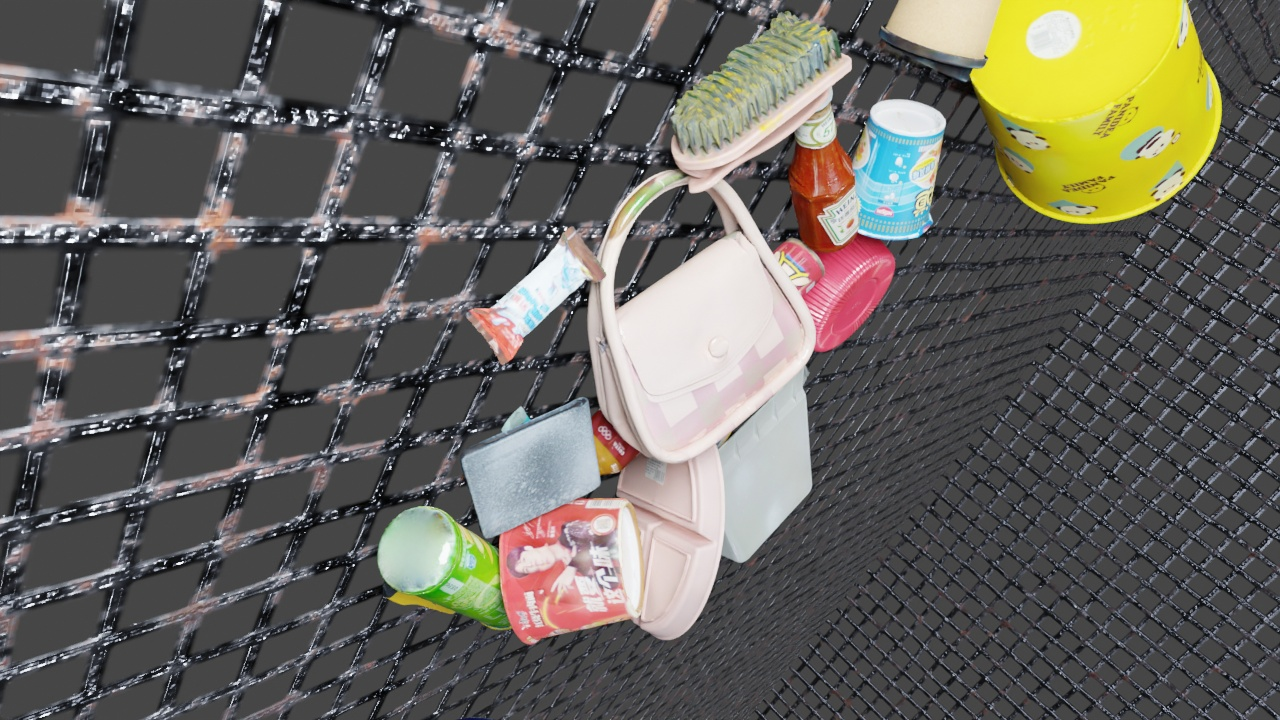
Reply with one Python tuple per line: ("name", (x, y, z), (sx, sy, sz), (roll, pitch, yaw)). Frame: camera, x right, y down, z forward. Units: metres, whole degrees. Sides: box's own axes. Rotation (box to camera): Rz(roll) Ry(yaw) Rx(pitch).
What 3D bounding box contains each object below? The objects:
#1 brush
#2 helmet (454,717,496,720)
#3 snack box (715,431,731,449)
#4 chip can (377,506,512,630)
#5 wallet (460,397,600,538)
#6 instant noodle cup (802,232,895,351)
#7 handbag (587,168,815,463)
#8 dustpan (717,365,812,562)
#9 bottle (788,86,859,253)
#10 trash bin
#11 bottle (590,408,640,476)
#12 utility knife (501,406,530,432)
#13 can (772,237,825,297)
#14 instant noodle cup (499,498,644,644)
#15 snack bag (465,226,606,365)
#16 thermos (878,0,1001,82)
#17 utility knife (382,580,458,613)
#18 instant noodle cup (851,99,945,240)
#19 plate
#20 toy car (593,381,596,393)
("brush", (0.082, -0.183, 0.668), (0.145, 0.063, 0.073), (-41, 144, -12))
("helmet", (-0.203, 0.571, 1.085), (0.246, 0.240, 0.316), (-23, 135, -43))
("snack box", (0.041, 0.118, 1.071), (0.140, 0.034, 0.087), (-11, 136, -50))
("chip can", (-0.157, 0.190, 0.819), (0.072, 0.072, 0.221), (-44, 155, -8))
("wallet", (-0.092, 0.093, 0.793), (0.120, 0.019, 0.097), (-24, 128, -22))
("instant noodle cup", (0.219, -0.079, 1.029), (0.193, 0.066, 0.194), (-37, 154, -22))
("handbag", (0.038, -0.049, 0.752), (0.193, 0.093, 0.234), (-36, 130, -20))
("dustpan", (0.122, 0.149, 1.230), (0.222, 0.143, 0.258), (-40, 130, -29))
("bottle", (0.159, -0.171, 0.811), (0.059, 0.060, 0.206), (-44, 151, -8))
("trash bin", (0.455, -0.284, 0.935), (0.230, 0.229, 0.255), (-54, 149, 14))
("bottle", (-0.006, 0.053, 0.875), (0.175, 0.057, 0.057), (-44, 154, -7))
("utility knife", (-0.096, 0.101, 0.854), (0.029, 0.013, 0.218), (-37, 153, -15))
("can", (0.119, -0.060, 0.912), (0.132, 0.053, 0.053), (-43, 154, -10))
("instant noodle cup", (-0.059, 0.188, 0.851), (0.109, 0.137, 0.138), (-8, 155, 10))
("snack bag", (-0.073, -0.047, 0.653), (0.104, 0.048, 0.026), (-40, -166, -12))
("thermos", (0.258, -0.305, 0.746), (0.092, 0.093, 0.143), (-19, 135, -45))
("utility knife", (-0.199, 0.221, 0.864), (0.033, 0.015, 0.171), (-39, 155, -5))
("instant noodle cup", (0.248, -0.189, 0.893), (0.099, 0.099, 0.110), (-30, 141, -33))
("plate", (0.019, 0.158, 0.911), (0.028, 0.229, 0.230), (9, 127, -21))
("toy car", (-0.005, 0.005, 0.835), (0.090, 0.034, 0.043), (-47, 152, -3))
